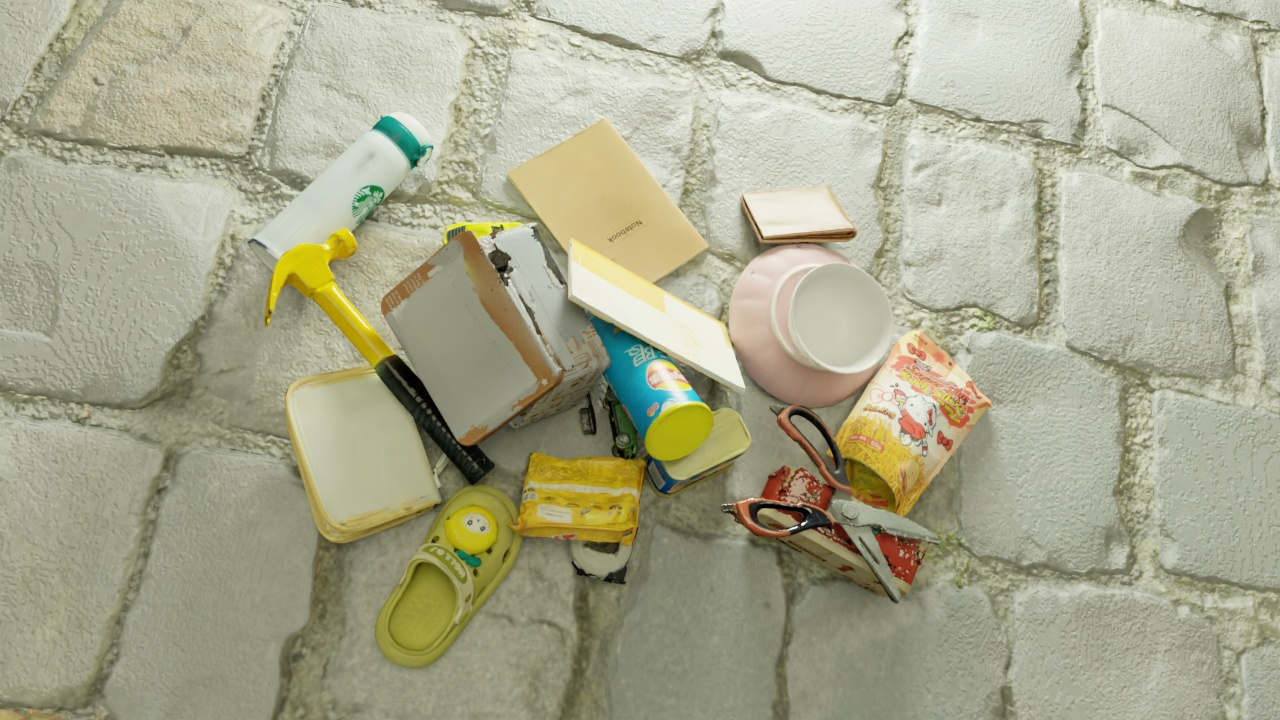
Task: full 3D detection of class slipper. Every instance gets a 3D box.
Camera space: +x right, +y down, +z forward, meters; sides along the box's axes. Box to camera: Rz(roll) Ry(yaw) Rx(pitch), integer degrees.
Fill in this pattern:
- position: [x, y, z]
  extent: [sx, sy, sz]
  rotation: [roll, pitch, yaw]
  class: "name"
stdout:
- position: [-0.182, 0.206, 0.882]
  extent: [0.091, 0.082, 0.190]
  rotation: [32, 72, 0]
  class: "slipper"

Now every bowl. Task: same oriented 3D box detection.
- position: [0.200, -0.038, 0.974]
  extent: [0.118, 0.065, 0.118]
  rotation: [3, 78, -16]
  class: "bowl"

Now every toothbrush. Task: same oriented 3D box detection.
- position: [-0.074, -0.007, 1.008]
  extent: [0.016, 0.014, 0.189]
  rotation: [-17, 73, 10]
  class: "toothbrush"

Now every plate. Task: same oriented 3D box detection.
- position: [0.195, -0.044, 1.030]
  extent: [0.192, 0.039, 0.192]
  rotation: [3, 78, -15]
  class: "plate"

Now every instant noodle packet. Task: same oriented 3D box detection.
- position: [-0.062, 0.138, 0.916]
  extent: [0.128, 0.044, 0.110]
  rotation: [4, 37, 4]
  class: "instant noodle packet"

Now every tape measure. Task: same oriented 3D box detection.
- position: [-0.040, 0.190, 0.934]
  extent: [0.066, 0.034, 0.065]
  rotation: [15, 68, -4]
  class: "tape measure"

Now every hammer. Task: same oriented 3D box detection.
- position: [-0.256, 0.003, 0.919]
  extent: [0.300, 0.033, 0.128]
  rotation: [48, 51, 2]
  class: "hammer"

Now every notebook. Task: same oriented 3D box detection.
- position: [-0.038, -0.175, 1.073]
  extent: [0.147, 0.008, 0.207]
  rotation: [-34, 79, -18]
  class: "notebook"
- position: [0.014, -0.048, 0.955]
  extent: [0.206, 0.010, 0.145]
  rotation: [28, 24, -18]
  class: "notebook"

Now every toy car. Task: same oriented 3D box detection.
- position: [-0.168, -0.133, 1.026]
  extent: [0.105, 0.032, 0.048]
  rotation: [-1, 71, -11]
  class: "toy car"
- position: [-0.018, 0.063, 0.975]
  extent: [0.036, 0.043, 0.091]
  rotation: [-4, 73, -11]
  class: "toy car"

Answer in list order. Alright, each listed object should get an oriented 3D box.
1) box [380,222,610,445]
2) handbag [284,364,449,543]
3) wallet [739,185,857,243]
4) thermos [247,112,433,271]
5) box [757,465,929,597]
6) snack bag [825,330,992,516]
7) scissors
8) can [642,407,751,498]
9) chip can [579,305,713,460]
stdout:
- position: [-0.150, -0.022, 0.910]
  extent: [0.165, 0.151, 0.182]
  rotation: [-22, 75, -29]
  class: "box"
- position: [-0.256, 0.085, 0.931]
  extent: [0.178, 0.063, 0.163]
  rotation: [-15, 74, -29]
  class: "handbag"
- position: [0.184, -0.171, 1.077]
  extent: [0.115, 0.020, 0.101]
  rotation: [-5, 41, -9]
  class: "wallet"
- position: [-0.318, -0.181, 0.999]
  extent: [0.073, 0.073, 0.223]
  rotation: [37, 69, 5]
  class: "thermos"
- position: [0.206, 0.170, 0.948]
  extent: [0.168, 0.091, 0.078]
  rotation: [28, 72, 1]
  class: "box"
- position: [0.298, 0.068, 1.020]
  extent: [0.128, 0.073, 0.207]
  rotation: [41, 63, 7]
  class: "snack bag"
- position: [0.188, 0.136, 0.902]
  extent: [0.225, 0.015, 0.188]
  rotation: [9, 63, -5]
  class: "scissors"
- position: [0.058, 0.095, 0.955]
  extent: [0.102, 0.083, 0.057]
  rotation: [-23, 76, -16]
  class: "can"
- position: [-0.006, 0.005, 0.932]
  extent: [0.071, 0.071, 0.210]
  rotation: [-20, 46, -15]
  class: "chip can"
